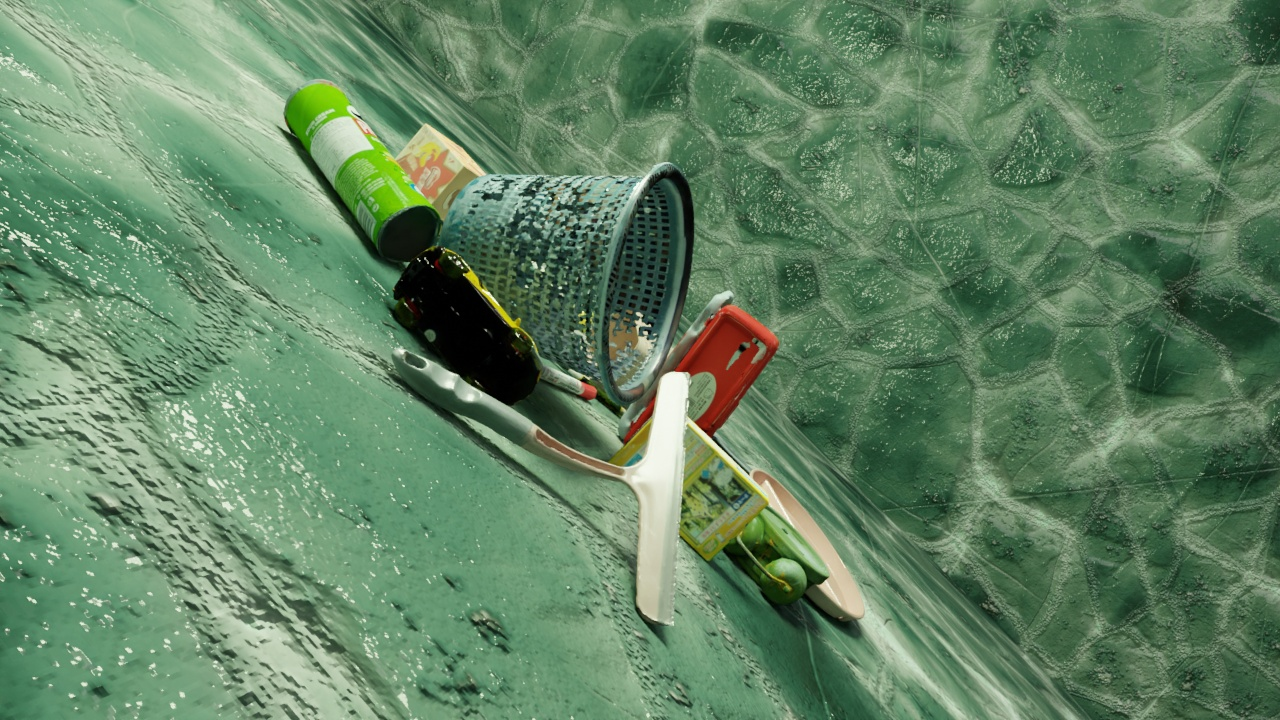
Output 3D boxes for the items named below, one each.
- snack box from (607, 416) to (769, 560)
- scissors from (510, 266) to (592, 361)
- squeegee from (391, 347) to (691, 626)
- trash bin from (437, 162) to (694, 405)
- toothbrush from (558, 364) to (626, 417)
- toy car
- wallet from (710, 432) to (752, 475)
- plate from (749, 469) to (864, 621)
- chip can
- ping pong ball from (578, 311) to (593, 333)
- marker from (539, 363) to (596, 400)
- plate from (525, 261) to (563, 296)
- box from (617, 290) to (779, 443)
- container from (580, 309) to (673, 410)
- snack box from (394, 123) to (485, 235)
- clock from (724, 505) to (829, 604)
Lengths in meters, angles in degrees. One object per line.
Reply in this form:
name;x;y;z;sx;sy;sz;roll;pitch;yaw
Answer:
snack box;0.047;0.117;0.900;0.140;0.087;0.033;44;9;3
scissors;-0.124;-0.065;1.080;0.170;0.019;0.180;53;17;12
squeegee;-0.079;0.055;0.702;0.249;0.040;0.247;28;43;-19
trash bin;-0.076;-0.088;0.877;0.195;0.226;0.226;13;-2;19
toothbrush;-0.074;0.020;1.077;0.186;0.012;0.017;41;15;-22
toy car;-0.143;-0.026;0.766;0.156;0.071;0.041;47;13;7
wallet;0.135;0.144;1.320;0.121;0.019;0.097;44;2;-3
plate;0.207;0.240;1.185;0.229;0.028;0.229;46;14;-15
chip can;-0.284;-0.194;0.930;0.236;0.072;0.072;49;10;30
ping pong ball;-0.087;-0.059;1.313;0.040;0.040;0.040;43;8;-8
marker;-0.088;0.019;0.988;0.017;0.017;0.145;48;9;30
plate;-0.164;-0.115;1.241;0.162;0.034;0.265;43;8;-3
box;0.063;0.026;1.015;0.102;0.202;0.100;38;14;10
container;-0.007;0.007;1.157;0.111;0.090;0.089;42;25;-35
snack box;-0.252;-0.222;1.146;0.094;0.093;0.077;48;9;25
clock;0.143;0.211;1.002;0.116;0.056;0.161;46;8;22
